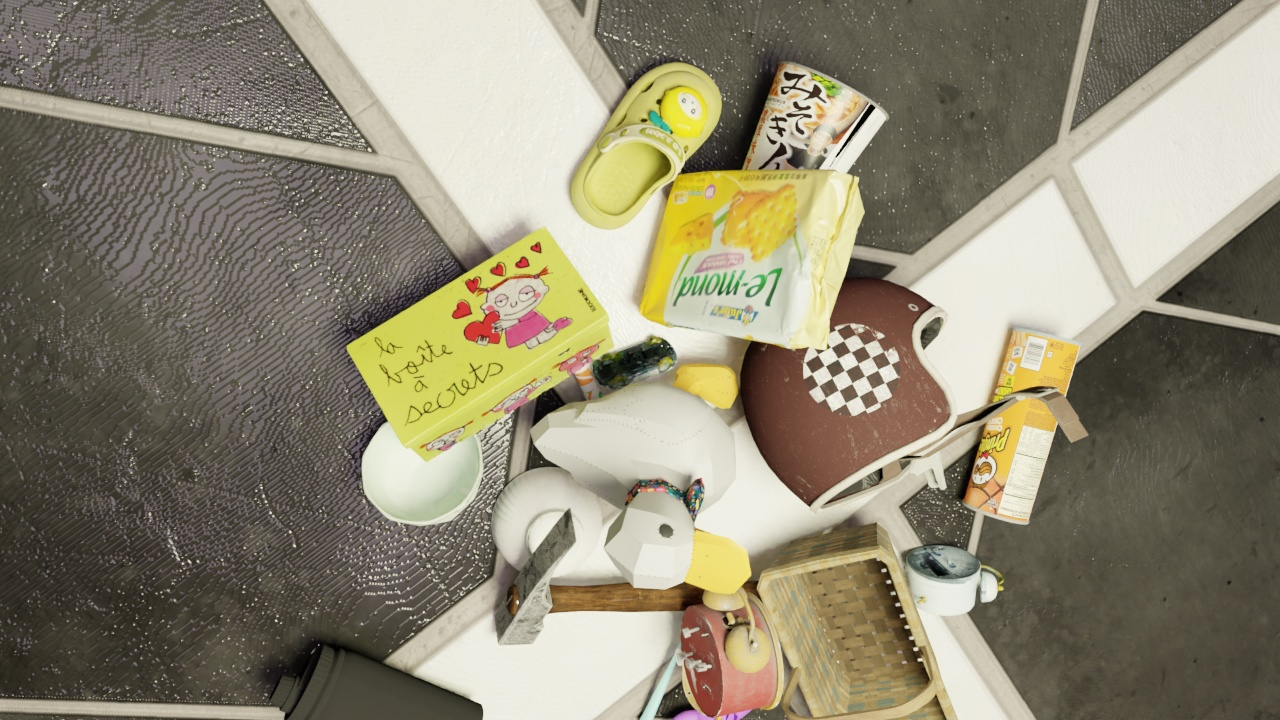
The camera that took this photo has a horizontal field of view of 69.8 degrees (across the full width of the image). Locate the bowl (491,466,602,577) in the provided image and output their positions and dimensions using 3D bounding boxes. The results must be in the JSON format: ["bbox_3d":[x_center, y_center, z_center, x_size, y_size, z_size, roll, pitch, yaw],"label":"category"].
[{"bbox_3d":[-0.092,0.174,0.949,0.118,0.062,0.118,-2,100,-14],"label":"bowl"}]

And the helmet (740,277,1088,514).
[{"bbox_3d":[0.224,0.038,0.905,0.233,0.233,0.253,-25,71,-4],"label":"helmet"}]

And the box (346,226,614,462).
[{"bbox_3d":[-0.148,-0.013,0.869,0.221,0.082,0.124,-30,69,-8],"label":"box"}]

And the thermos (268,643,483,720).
[{"bbox_3d":[-0.266,0.351,0.922,0.198,0.086,0.086,30,91,-17],"label":"thermos"}]

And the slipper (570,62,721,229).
[{"bbox_3d":[0.006,-0.212,0.902,0.091,0.081,0.190,40,91,-14],"label":"slipper"}]

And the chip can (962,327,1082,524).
[{"bbox_3d":[0.440,0.075,1.061,0.075,0.075,0.215,13,96,-16],"label":"chip can"}]

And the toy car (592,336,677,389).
[{"bbox_3d":[-0.006,0.006,0.957,0.089,0.038,0.027,-20,144,-9],"label":"toy car"}]

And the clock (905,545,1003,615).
[{"bbox_3d":[0.364,0.253,1.068,0.117,0.083,0.057,-6,106,-10],"label":"clock"}]

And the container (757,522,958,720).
[{"bbox_3d":[0.233,0.315,0.973,0.158,0.186,0.250,-18,105,22],"label":"container"}]

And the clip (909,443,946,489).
[{"bbox_3d":[0.319,0.109,1.070,0.056,0.046,0.102,-18,102,-15],"label":"clip"}]

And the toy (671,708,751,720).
[{"bbox_3d":[0.082,0.417,1.037,0.106,0.056,0.088,19,96,-16],"label":"toy"}]

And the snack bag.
[{"bbox_3d":[0.100,-0.097,0.873,0.068,0.248,0.159,14,90,-39],"label":"snack bag"}]

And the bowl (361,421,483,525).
[{"bbox_3d":[-0.207,0.111,0.900,0.117,0.061,0.117,-1,65,1],"label":"bowl"}]

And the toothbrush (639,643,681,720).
[{"bbox_3d":[0.027,0.360,1.020,0.016,0.016,0.181,10,110,-42],"label":"toothbrush"}]

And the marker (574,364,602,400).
[{"bbox_3d":[-0.064,0.006,0.952,0.017,0.017,0.145,-28,105,-9],"label":"marker"}]

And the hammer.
[{"bbox_3d":[0.019,0.228,0.951,0.300,0.037,0.218,6,138,-25],"label":"hammer"}]

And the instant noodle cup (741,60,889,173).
[{"bbox_3d":[0.165,-0.217,0.927,0.123,0.123,0.122,24,102,-17],"label":"instant noodle cup"}]

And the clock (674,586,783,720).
[{"bbox_3d":[0.085,0.291,0.930,0.081,0.117,0.159,-5,129,-18],"label":"clock"}]

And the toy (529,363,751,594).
[{"bbox_3d":[0.011,0.103,0.865,0.247,0.266,0.141,20,122,15],"label":"toy"}]
